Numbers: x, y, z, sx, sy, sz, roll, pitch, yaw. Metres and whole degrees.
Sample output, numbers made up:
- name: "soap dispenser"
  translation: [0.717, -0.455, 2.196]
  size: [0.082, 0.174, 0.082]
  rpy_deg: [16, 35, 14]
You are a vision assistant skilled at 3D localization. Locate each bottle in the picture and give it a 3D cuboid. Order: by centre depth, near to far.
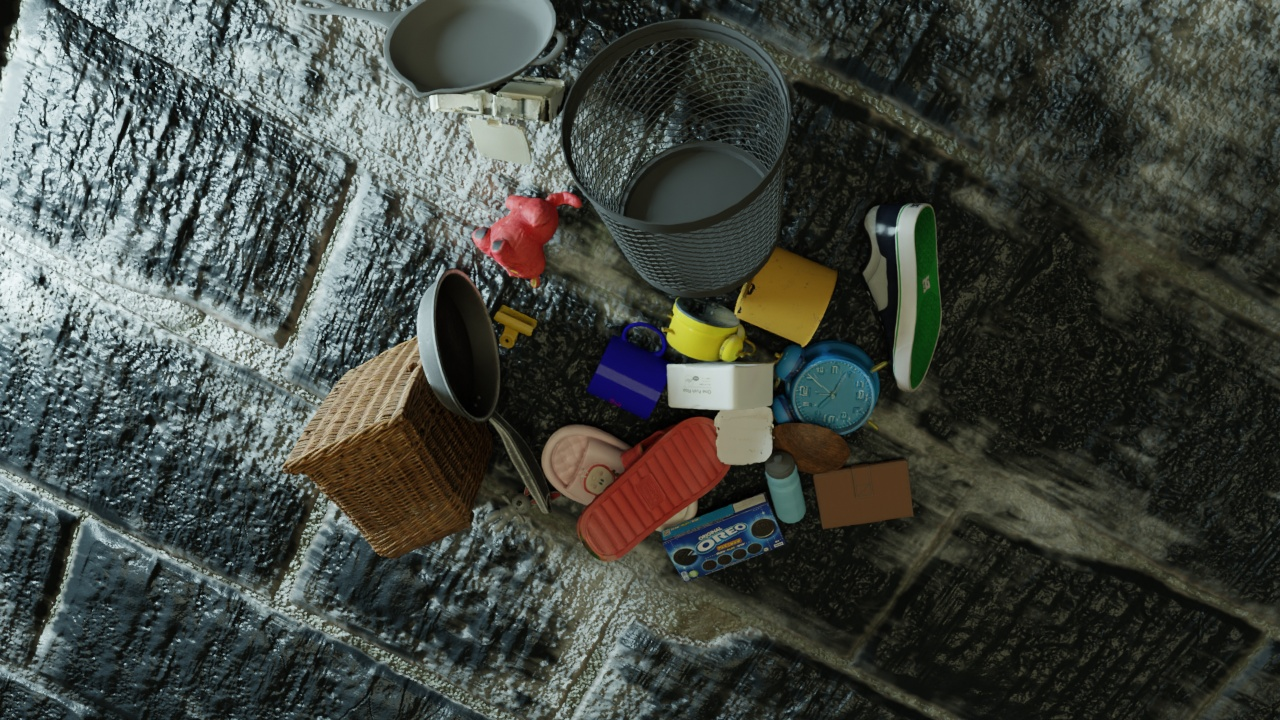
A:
- name: "bottle"
  translation: [0.183, 0.159, 1.163]
  size: [0.040, 0.040, 0.130]
  rpy_deg: [-12, 138, 9]

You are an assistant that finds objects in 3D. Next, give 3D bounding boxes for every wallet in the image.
- name: "wallet"
  translation: [0.292, 0.175, 1.203]
  size: [0.121, 0.013, 0.087]
  rpy_deg: [-10, 111, 9]

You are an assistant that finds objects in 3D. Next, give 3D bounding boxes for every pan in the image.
- name: "pan"
  translation: [-0.243, -0.371, 1.035]
  size: [0.355, 0.216, 0.024]
  rpy_deg: [17, 150, 19]
- name: "pan"
  translation: [-0.188, 0.054, 1.141]
  size: [0.055, 0.186, 0.357]
  rpy_deg: [-10, 119, 12]

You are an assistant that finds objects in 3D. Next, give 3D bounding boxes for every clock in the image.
- name: "clock"
  translation: [0.087, -0.036, 1.122]
  size: [0.119, 0.083, 0.057]
  rpy_deg: [19, 113, 2]
- name: "clock"
  translation: [0.221, 0.037, 1.142]
  size: [0.161, 0.060, 0.117]
  rpy_deg: [3, 108, 7]

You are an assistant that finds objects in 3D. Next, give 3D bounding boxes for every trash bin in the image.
- name: "trash bin"
  translation: [0.050, -0.193, 0.965]
  size: [0.218, 0.227, 0.217]
  rpy_deg: [-3, 73, 10]

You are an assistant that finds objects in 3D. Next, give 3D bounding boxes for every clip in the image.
- name: "clip"
  translation: [-0.164, -0.039, 1.173]
  size: [0.054, 0.044, 0.049]
  rpy_deg: [25, 83, -4]

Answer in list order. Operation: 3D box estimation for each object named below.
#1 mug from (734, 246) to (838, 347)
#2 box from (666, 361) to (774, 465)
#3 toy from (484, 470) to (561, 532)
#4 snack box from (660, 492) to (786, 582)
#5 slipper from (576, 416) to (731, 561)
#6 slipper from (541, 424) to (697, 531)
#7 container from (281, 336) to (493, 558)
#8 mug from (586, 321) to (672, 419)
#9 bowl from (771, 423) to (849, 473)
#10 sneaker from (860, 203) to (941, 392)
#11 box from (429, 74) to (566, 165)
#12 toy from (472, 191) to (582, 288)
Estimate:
- name: "mug"
  translation: [0.167, -0.072, 1.099]
  size: [0.094, 0.100, 0.124]
  rpy_deg: [23, 137, 0]
- name: "box"
  translation: [0.104, 0.069, 1.121]
  size: [0.109, 0.120, 0.136]
  rpy_deg: [4, 94, 39]
- name: "toy"
  translation: [-0.161, 0.194, 1.245]
  size: [0.112, 0.030, 0.049]
  rpy_deg: [-35, 97, 11]
- name: "snack box"
  translation: [0.110, 0.235, 1.215]
  size: [0.150, 0.027, 0.082]
  rpy_deg: [-23, 123, 7]
- name: "slipper"
  translation: [0.013, 0.155, 1.150]
  size: [0.248, 0.059, 0.103]
  rpy_deg: [-35, 102, -28]
- name: "slipper"
  translation: [-0.029, 0.164, 1.209]
  size: [0.221, 0.055, 0.107]
  rpy_deg: [27, 109, -7]
- name: "container"
  translation: [-0.285, 0.104, 1.128]
  size: [0.162, 0.249, 0.183]
  rpy_deg: [-24, 113, 12]
- name: "mug"
  translation: [-0.007, 0.007, 1.148]
  size: [0.083, 0.079, 0.111]
  rpy_deg: [26, 97, -3]
- name: "bowl"
  translation: [0.209, 0.118, 1.151]
  size: [0.102, 0.026, 0.114]
  rpy_deg: [2, 146, 24]
- name: "sneaker"
  translation: [0.306, -0.075, 1.100]
  size: [0.079, 0.084, 0.235]
  rpy_deg: [12, 122, 39]
- name: "box"
  translation: [-0.170, -0.267, 1.025]
  size: [0.143, 0.186, 0.070]
  rpy_deg: [8, 120, 7]
- name: "toy"
  translation: [-0.128, -0.155, 1.126]
  size: [0.133, 0.088, 0.094]
  rpy_deg: [-39, 134, -4]
